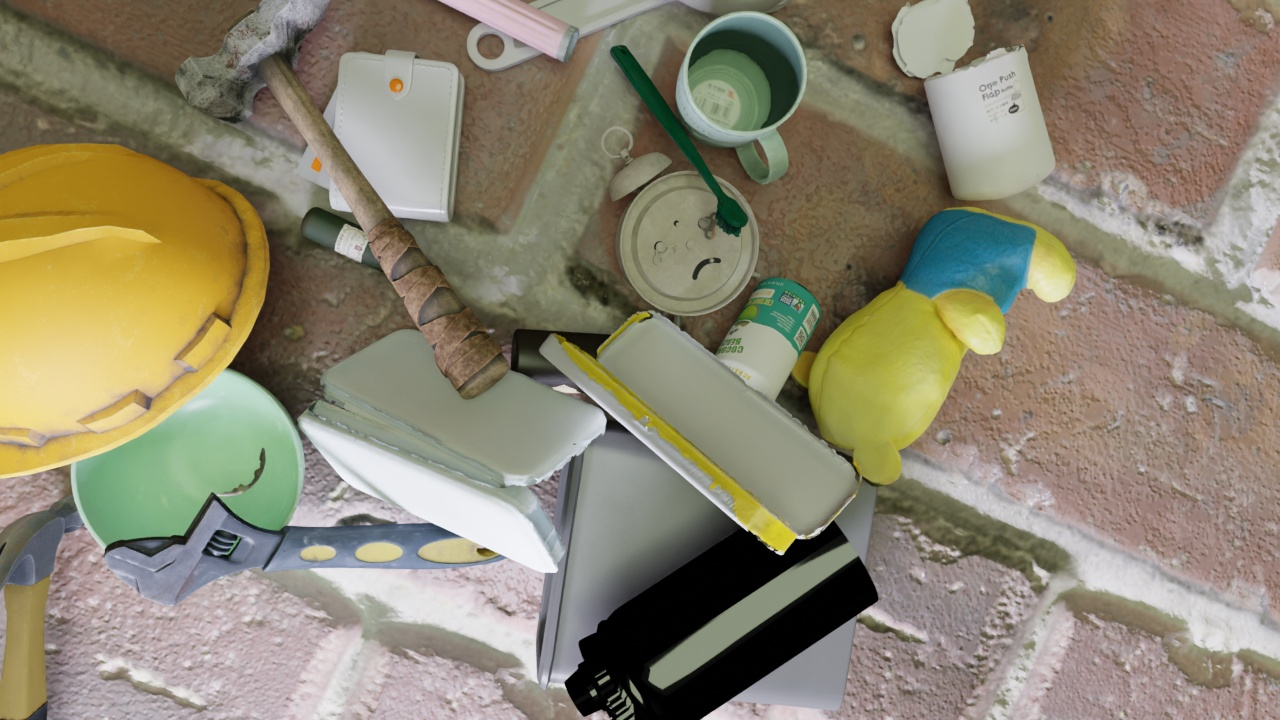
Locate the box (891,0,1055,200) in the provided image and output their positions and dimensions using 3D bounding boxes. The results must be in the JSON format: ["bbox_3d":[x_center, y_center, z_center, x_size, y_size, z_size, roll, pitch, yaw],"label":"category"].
[{"bbox_3d":[0.249,-0.205,0.693,0.083,0.092,0.166,-20,104,-1],"label":"box"}]

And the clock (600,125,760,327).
[{"bbox_3d":[0.019,-0.104,0.684,0.103,0.061,0.157,-36,103,-6],"label":"clock"}]

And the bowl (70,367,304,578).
[{"bbox_3d":[-0.308,0.074,0.652,0.151,0.077,0.151,0,93,-5],"label":"bowl"}]

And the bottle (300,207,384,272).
[{"bbox_3d":[-0.198,-0.082,0.680,0.106,0.025,0.025,24,90,-6],"label":"bottle"}]

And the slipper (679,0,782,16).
[{"bbox_3d":[0.008,-0.355,0.645,0.266,0.081,0.113,43,85,2],"label":"slipper"}]

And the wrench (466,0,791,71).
[{"bbox_3d":[0.002,-0.271,0.694,0.273,0.018,0.087,-24,95,-3],"label":"wrench"}]

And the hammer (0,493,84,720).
[{"bbox_3d":[-0.435,0.269,0.643,0.025,0.118,0.333,7,98,-4],"label":"hammer"}]

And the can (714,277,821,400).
[{"bbox_3d":[0.091,-0.011,0.682,0.055,0.055,0.101,37,64,-7],"label":"can"}]

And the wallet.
[{"bbox_3d":[-0.192,-0.166,0.671,0.115,0.037,0.118,6,93,-1],"label":"wallet"}]

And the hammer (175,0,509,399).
[{"bbox_3d":[-0.189,-0.113,0.623,0.121,0.049,0.318,-37,81,8],"label":"hammer"}]

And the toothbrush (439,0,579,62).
[{"bbox_3d":[-0.148,-0.278,0.666,0.222,0.026,0.027,27,132,-1],"label":"toothbrush"}]

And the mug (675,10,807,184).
[{"bbox_3d":[0.072,-0.180,0.662,0.084,0.104,0.111,-27,95,-4],"label":"mug"}]

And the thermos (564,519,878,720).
[{"bbox_3d":[0.045,0.173,0.592,0.198,0.086,0.086,-32,96,-5],"label":"thermos"}]

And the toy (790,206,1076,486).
[{"bbox_3d":[0.199,-0.024,0.663,0.214,0.149,0.084,-46,108,2],"label":"toy"}]

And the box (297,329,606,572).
[{"bbox_3d":[-0.120,0.044,0.638,0.215,0.106,0.126,17,61,27],"label":"box"}]

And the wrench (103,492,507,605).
[{"bbox_3d":[-0.214,0.130,0.634,0.272,0.022,0.073,7,102,-34],"label":"wrench"}]

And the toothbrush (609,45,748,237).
[{"bbox_3d":[0.024,-0.161,0.658,0.016,0.017,0.189,-16,61,-26],"label":"toothbrush"}]

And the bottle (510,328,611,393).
[{"bbox_3d":[-0.004,0.004,0.696,0.184,0.045,0.045,3,93,-13],"label":"bottle"}]

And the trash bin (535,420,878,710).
[{"bbox_3d":[0.044,0.148,0.683,0.220,0.097,0.192,8,92,-7],"label":"trash bin"}]

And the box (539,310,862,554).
[{"bbox_3d":[0.032,0.041,0.593,0.117,0.210,0.057,-17,134,-43],"label":"box"}]

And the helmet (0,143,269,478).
[{"bbox_3d":[-0.380,-0.052,0.573,0.255,0.131,0.205,-30,63,0],"label":"helmet"}]
